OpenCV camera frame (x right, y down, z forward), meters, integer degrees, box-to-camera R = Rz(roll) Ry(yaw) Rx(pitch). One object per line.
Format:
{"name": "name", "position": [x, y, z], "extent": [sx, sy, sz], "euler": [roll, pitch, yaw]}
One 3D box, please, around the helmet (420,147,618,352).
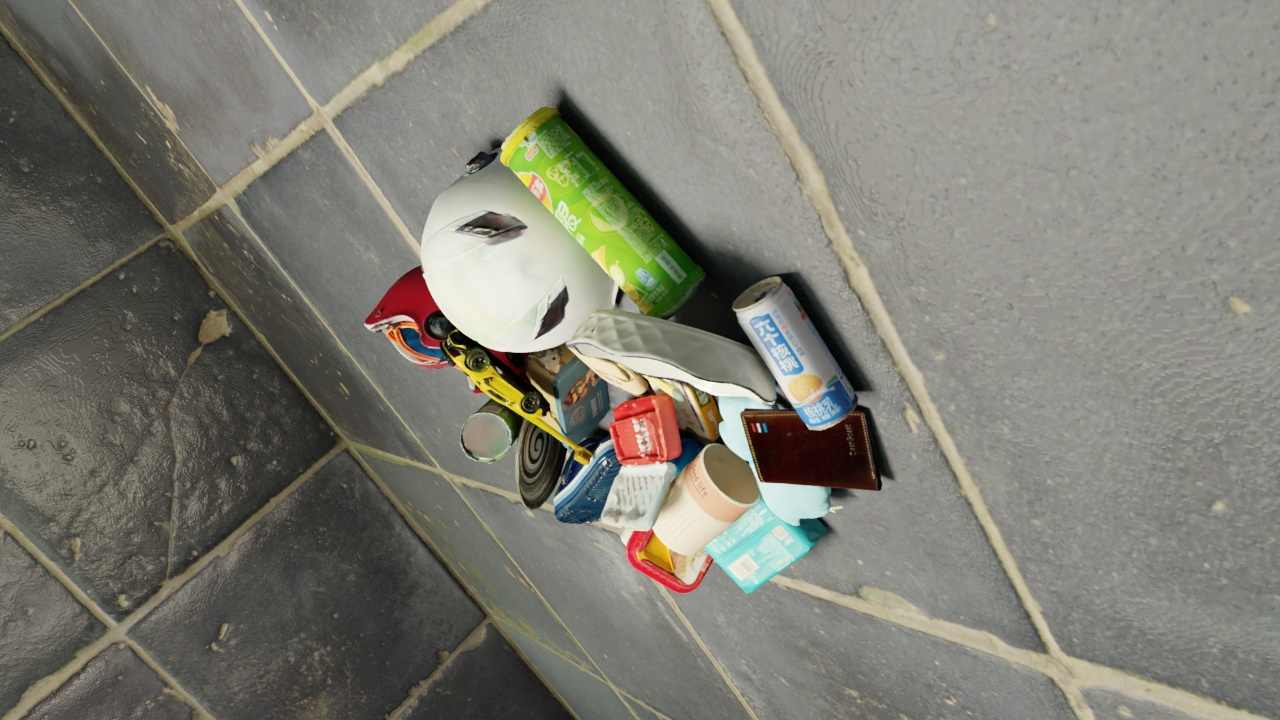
{"name": "helmet", "position": [-0.148, -0.100, 0.999], "extent": [0.229, 0.145, 0.259], "euler": [55, 153, -19]}

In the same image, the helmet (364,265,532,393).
{"name": "helmet", "position": [-0.226, -0.044, 1.206], "extent": [0.240, 0.143, 0.207], "euler": [25, 167, 18]}

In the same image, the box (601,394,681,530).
{"name": "box", "position": [-0.002, 0.121, 1.081], "extent": [0.059, 0.161, 0.201], "euler": [7, 171, -15]}

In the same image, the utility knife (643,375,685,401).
{"name": "utility knife", "position": [-0.006, 0.006, 1.015], "extent": [0.167, 0.018, 0.031], "euler": [29, 168, 37]}

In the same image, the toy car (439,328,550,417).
{"name": "toy car", "position": [-0.166, 0.020, 1.071], "extent": [0.156, 0.041, 0.071], "euler": [40, -175, -29]}

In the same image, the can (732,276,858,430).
{"name": "can", "position": [0.136, -0.006, 0.805], "extent": [0.134, 0.053, 0.053], "euler": [55, 154, -17]}

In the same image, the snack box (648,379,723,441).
{"name": "snack box", "position": [0.039, 0.021, 1.026], "extent": [0.075, 0.026, 0.154], "euler": [16, 141, 48]}

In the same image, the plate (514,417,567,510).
{"name": "plate", "position": [-0.141, 0.117, 1.279], "extent": [0.024, 0.179, 0.180], "euler": [10, 143, 16]}

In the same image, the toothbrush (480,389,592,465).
{"name": "toothbrush", "position": [-0.128, 0.081, 1.152], "extent": [0.016, 0.016, 0.190], "euler": [-20, 134, 39]}

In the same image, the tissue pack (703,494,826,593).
{"name": "tissue pack", "position": [0.138, 0.200, 1.064], "extent": [0.093, 0.050, 0.134], "euler": [46, 124, 2]}

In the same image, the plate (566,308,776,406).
{"name": "plate", "position": [0.033, -0.004, 0.868], "extent": [0.205, 0.045, 0.205], "euler": [16, 177, 1]}

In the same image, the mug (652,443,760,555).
{"name": "mug", "position": [0.071, 0.148, 1.039], "extent": [0.081, 0.114, 0.106], "euler": [30, 123, -18]}

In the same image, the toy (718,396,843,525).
{"name": "toy", "position": [0.144, 0.106, 0.962], "extent": [0.156, 0.049, 0.162], "euler": [32, 143, 31]}

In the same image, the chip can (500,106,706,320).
{"name": "chip can", "position": [-0.033, -0.133, 0.859], "extent": [0.221, 0.072, 0.073], "euler": [47, 155, -1]}

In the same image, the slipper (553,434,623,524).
{"name": "slipper", "position": [-0.052, 0.159, 1.302], "extent": [0.254, 0.105, 0.095], "euler": [129, 138, -52]}

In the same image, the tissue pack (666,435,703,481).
{"name": "tissue pack", "position": [0.068, 0.158, 1.151], "extent": [0.157, 0.052, 0.095], "euler": [48, 155, -3]}

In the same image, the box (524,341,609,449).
{"name": "box", "position": [-0.092, 0.038, 1.184], "extent": [0.062, 0.089, 0.184], "euler": [33, 154, 25]}

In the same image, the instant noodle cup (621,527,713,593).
{"name": "instant noodle cup", "position": [0.036, 0.240, 1.249], "extent": [0.116, 0.116, 0.124], "euler": [33, 170, -12]}

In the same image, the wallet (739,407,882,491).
{"name": "wallet", "position": [0.164, 0.084, 0.883], "extent": [0.122, 0.020, 0.096], "euler": [-1, 127, 28]}

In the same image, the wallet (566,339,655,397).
{"name": "wallet", "position": [-0.031, 0.014, 1.084], "extent": [0.087, 0.024, 0.115], "euler": [23, 167, 28]}

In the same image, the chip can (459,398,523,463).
{"name": "chip can", "position": [-0.198, 0.085, 1.307], "extent": [0.072, 0.072, 0.236], "euler": [49, -174, -5]}
